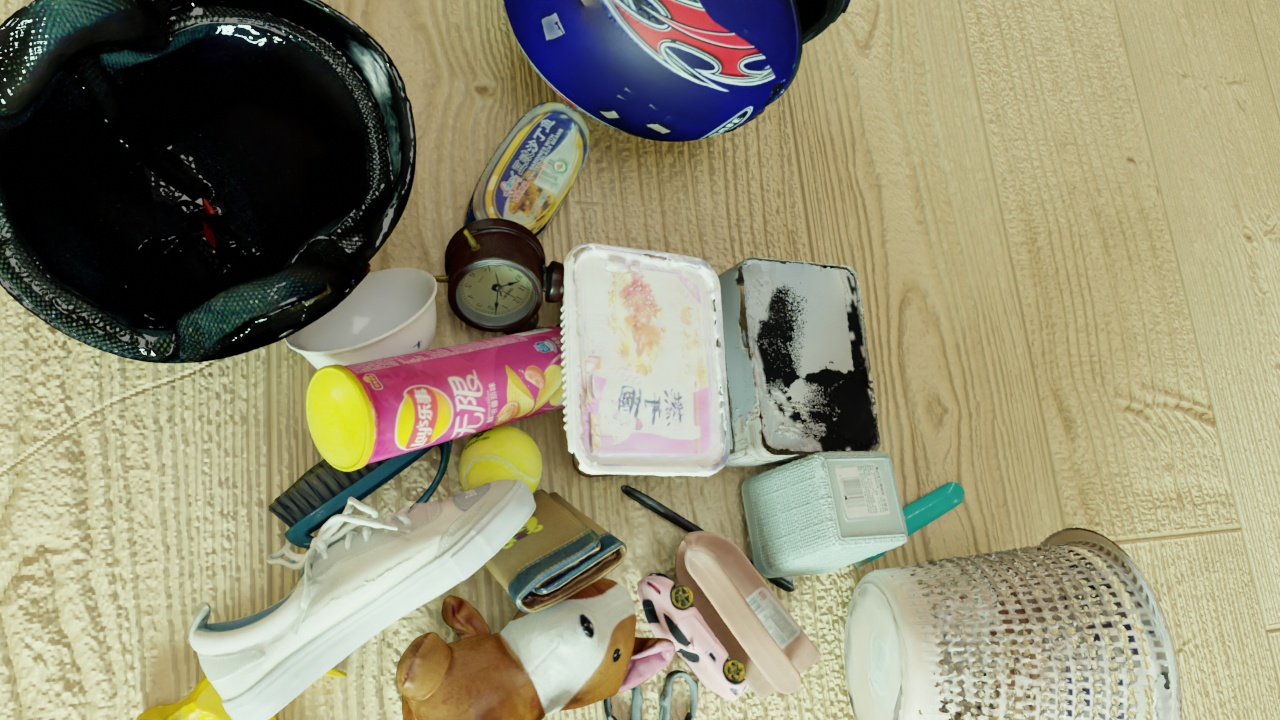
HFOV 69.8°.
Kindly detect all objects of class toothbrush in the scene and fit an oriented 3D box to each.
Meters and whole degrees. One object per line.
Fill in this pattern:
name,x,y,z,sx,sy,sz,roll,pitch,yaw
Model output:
toothbrush,0.060,0.152,0.794,0.181,0.016,0.018,31,61,-11

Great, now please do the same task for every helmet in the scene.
helmet,-0.293,-0.123,0.620,0.274,0.231,0.233,-38,105,-24
helmet,0.034,-0.308,0.786,0.315,0.248,0.240,18,74,-26

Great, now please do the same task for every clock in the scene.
clock,-0.108,-0.062,0.748,0.122,0.082,0.055,30,31,-30

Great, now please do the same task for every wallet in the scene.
wallet,-0.075,0.139,0.694,0.090,0.115,0.033,-25,114,-23

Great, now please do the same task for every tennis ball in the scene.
tennis ball,-0.110,0.084,0.721,0.065,0.066,0.065,5,74,-19

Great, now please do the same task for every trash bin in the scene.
trash bin,0.282,0.250,0.755,0.192,0.228,0.227,3,75,-7

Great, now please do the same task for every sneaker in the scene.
sneaker,-0.190,0.139,0.633,0.241,0.090,0.091,-34,97,-20

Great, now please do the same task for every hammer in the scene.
hammer,-0.218,0.340,0.632,0.128,0.033,0.300,-27,86,-23

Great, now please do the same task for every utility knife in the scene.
utility knife,0.252,0.153,0.866,0.151,0.013,0.029,-22,87,-26

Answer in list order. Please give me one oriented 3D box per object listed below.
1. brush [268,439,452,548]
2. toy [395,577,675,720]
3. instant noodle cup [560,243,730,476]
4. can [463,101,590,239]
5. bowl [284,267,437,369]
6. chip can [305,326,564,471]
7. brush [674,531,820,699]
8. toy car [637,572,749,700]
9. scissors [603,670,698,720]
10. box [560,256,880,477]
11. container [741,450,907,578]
brush,-0.200,0.093,0.691,0.143,0.055,0.073,-37,90,-25
toy,-0.077,0.218,0.674,0.199,0.131,0.140,-21,73,-33
instant noodle cup,-0.004,0.004,0.711,0.137,0.060,0.173,4,78,-29
can,-0.098,-0.156,0.798,0.074,0.049,0.147,32,68,-9
bowl,-0.203,-0.014,0.705,0.118,0.118,0.065,-32,126,-25
chip can,-0.134,0.022,0.678,0.210,0.072,0.071,-14,80,-50
brush,0.081,0.202,0.750,0.063,0.073,0.145,-36,90,3
toy car,0.039,0.225,0.743,0.037,0.056,0.122,-36,87,-24
scissors,0.011,0.330,0.729,0.156,0.014,0.168,-33,89,-23
box,0.066,0.007,0.798,0.260,0.105,0.178,2,76,-26
container,0.156,0.127,0.774,0.089,0.112,0.090,2,68,-26
